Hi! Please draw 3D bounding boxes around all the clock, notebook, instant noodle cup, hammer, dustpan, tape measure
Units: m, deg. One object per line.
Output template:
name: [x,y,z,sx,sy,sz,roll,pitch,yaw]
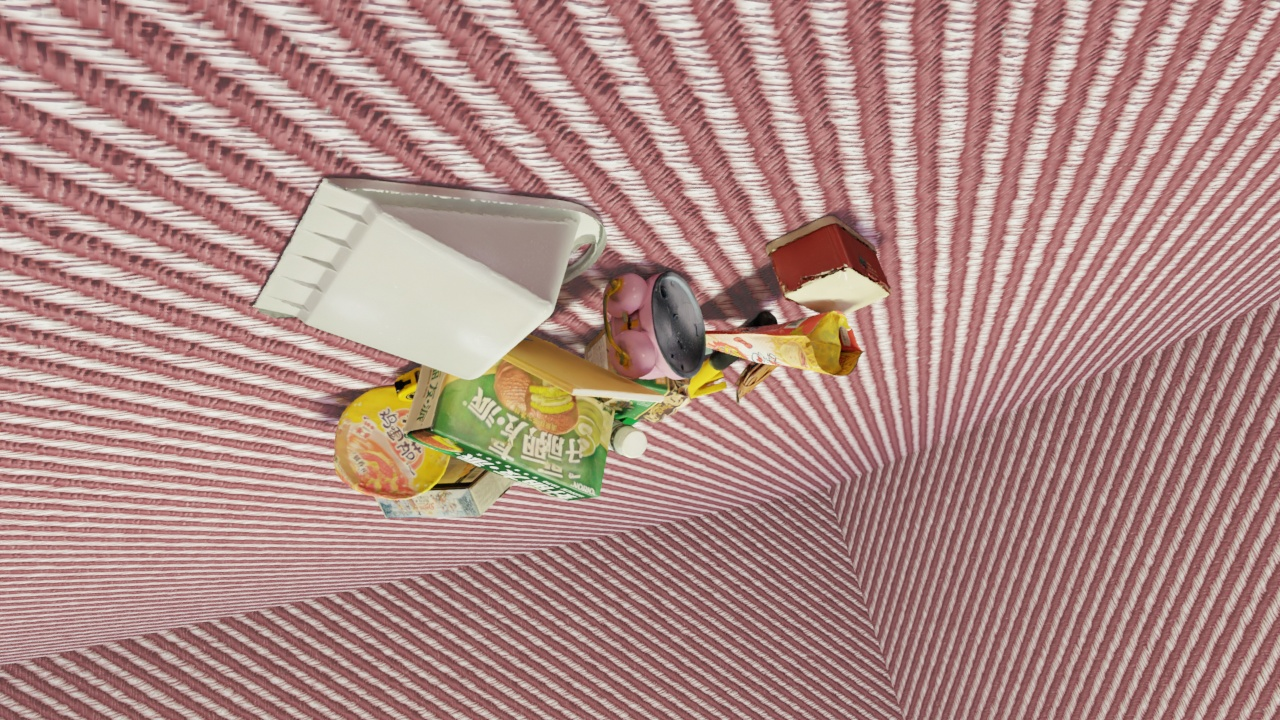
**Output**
clock: [0.009,-0.035,0.978,0.060,0.117,0.158,-12,170,30]
notebook: [-0.094,0.000,0.943,0.206,0.010,0.145,24,-170,35]
instant noodle cup: [-0.315,0.109,1.136,0.137,0.138,0.110,-7,170,-28]
hammer: [0.114,0.002,1.345,0.128,0.032,0.302,-8,163,-26]
dustpan: [-0.165,-0.091,0.810,0.257,0.142,0.223,27,144,-23]
tape measure: [-0.260,0.026,1.078,0.057,0.029,0.060,-24,162,24]

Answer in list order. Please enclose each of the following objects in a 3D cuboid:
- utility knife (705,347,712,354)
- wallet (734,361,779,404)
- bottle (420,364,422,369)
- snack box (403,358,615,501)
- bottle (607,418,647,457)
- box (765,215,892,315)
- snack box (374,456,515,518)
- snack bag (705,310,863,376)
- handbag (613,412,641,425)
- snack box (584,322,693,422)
utility knife: [0.034,-0.009,1.251,0.151,0.013,0.029,-9,124,-23]
wallet: [0.182,0.007,1.368,0.119,0.035,0.131,-44,170,-13]
bottle: [-0.194,0.021,1.075,0.067,0.066,0.149,-27,154,33]
snack box: [-0.140,0.069,1.032,0.063,0.114,0.240,-14,147,43]
bottle: [-0.056,0.086,1.181,0.080,0.044,0.195,45,165,-29]
box: [0.217,-0.093,1.037,0.091,0.080,0.168,-24,162,26]
snack box: [-0.235,0.144,1.240,0.183,0.046,0.177,-8,-157,35]
snack bag: [0.160,-0.023,1.110,0.128,0.073,0.208,9,177,-37]
handbag: [-0.025,0.059,1.307,0.120,0.068,0.132,-6,166,-30]
snack box: [-0.007,0.007,1.137,0.105,0.117,0.118,8,153,-27]
